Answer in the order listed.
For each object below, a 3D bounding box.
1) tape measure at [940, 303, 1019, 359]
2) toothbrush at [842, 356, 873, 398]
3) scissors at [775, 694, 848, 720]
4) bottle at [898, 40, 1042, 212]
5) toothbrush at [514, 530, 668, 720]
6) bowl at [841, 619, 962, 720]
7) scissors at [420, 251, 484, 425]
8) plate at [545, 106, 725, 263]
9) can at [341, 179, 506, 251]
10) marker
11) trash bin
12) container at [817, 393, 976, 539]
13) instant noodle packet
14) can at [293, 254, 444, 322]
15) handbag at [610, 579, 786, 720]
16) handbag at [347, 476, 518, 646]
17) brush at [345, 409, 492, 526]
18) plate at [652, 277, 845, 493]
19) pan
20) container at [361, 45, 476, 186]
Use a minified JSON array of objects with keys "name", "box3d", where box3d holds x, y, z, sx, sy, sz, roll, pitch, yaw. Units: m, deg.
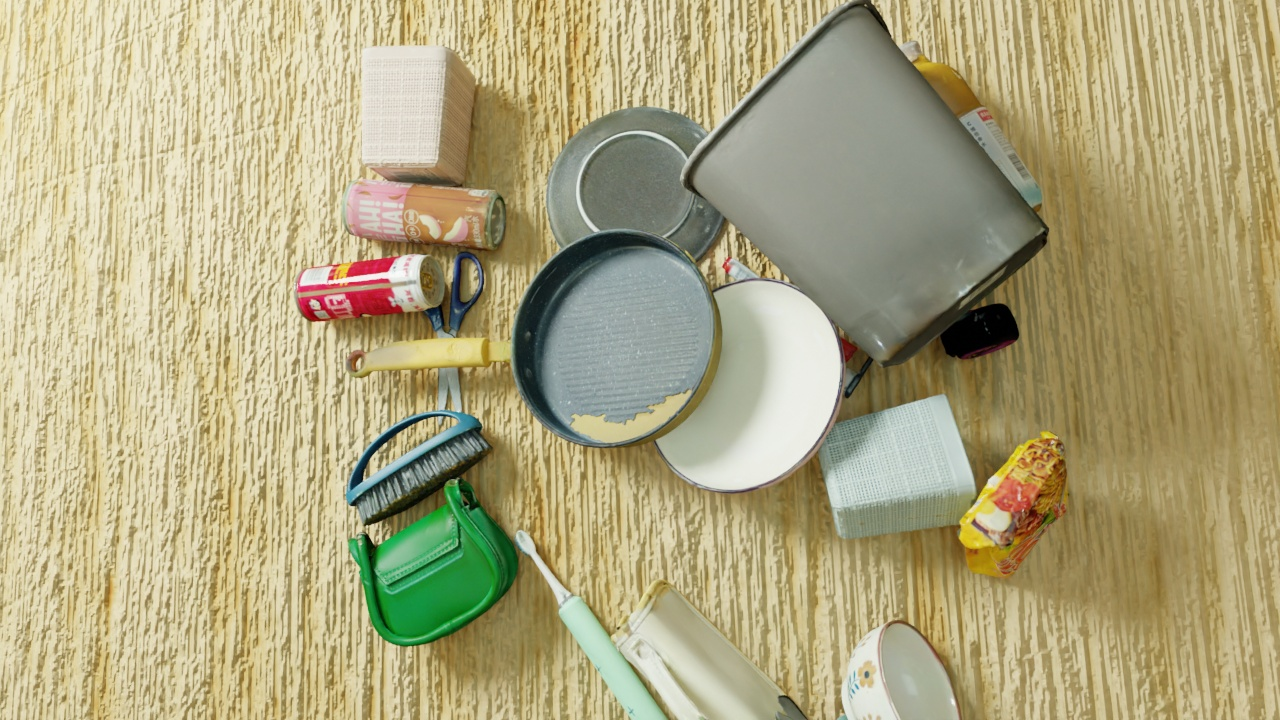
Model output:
[{"name":"tape measure","box3d":[0.295,-0.027,0.797,0.057,0.057,0.039,-30,71,45]},{"name":"toothbrush","box3d":[0.232,-0.043,0.829,0.018,0.015,0.181,35,89,20]},{"name":"scissors","box3d":[0.150,0.329,0.716,0.019,0.180,0.142,-22,39,38]},{"name":"bottle","box3d":[0.280,-0.198,0.817,0.068,0.068,0.189,-30,79,3]},{"name":"toothbrush","box3d":[-0.046,0.245,0.821,0.026,0.027,0.224,-30,77,-36]},{"name":"bowl","box3d":[0.206,0.277,0.750,0.062,0.113,0.113,-36,77,33]},{"name":"scissors","box3d":[-0.197,-0.024,0.886,0.132,0.012,0.172,26,87,8]},{"name":"plate","box3d":[-0.004,-0.160,0.873,0.179,0.024,0.179,-1,82,7]},{"name":"can","box3d":[-0.206,-0.140,0.879,0.147,0.058,0.058,6,83,8]},{"name":"marker","box3d":[0.135,-0.048,0.842,0.145,0.017,0.017,38,88,11]},{"name":"trash bin","box3d":[0.188,-0.127,0.732,0.199,0.198,0.219,-44,74,19]},{"name":"container","box3d":[0.210,0.093,0.767,0.111,0.090,0.090,-12,58,8]},{"name":"instant noodle packet","box3d":[0.306,0.124,0.743,0.110,0.128,0.044,-48,55,-4]},{"name":"can","box3d":[-0.256,-0.068,0.869,0.133,0.053,0.053,-5,81,16]},{"name":"handbag","box3d":[0.044,0.263,0.730,0.163,0.178,0.063,42,94,9]},{"name":"handbag","box3d":[-0.186,0.184,0.823,0.131,0.068,0.120,-31,86,4]},{"name":"brush","box3d":[-0.211,0.091,0.849,0.144,0.055,0.073,-31,81,3]},{"name":"plate","box3d":[0.093,0.024,0.798,0.193,0.039,0.192,-14,65,31]},{"name":"pan","box3d":[-0.102,-0.012,0.832,0.358,0.078,0.197,-8,75,22]},{"name":"container","box3d":[-0.213,-0.230,0.879,0.090,0.090,0.111,2,86,8]}]
